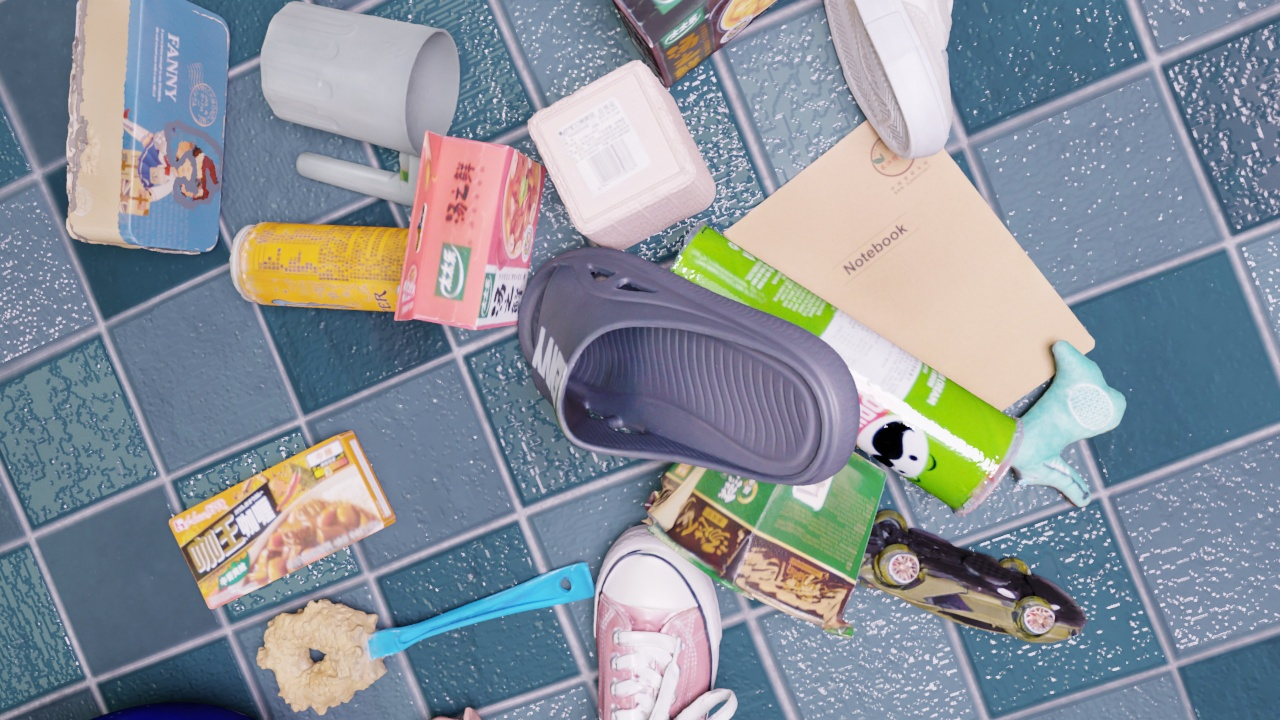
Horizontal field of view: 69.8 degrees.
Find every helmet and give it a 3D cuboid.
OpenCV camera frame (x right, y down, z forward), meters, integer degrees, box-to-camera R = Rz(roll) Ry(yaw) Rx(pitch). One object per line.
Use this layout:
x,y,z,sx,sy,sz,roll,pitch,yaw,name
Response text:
-0.297,0.377,0.590,0.239,0.248,0.315,-28,87,-25,helmet

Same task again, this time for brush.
-0.155,0.191,0.662,0.255,0.046,0.083,-17,88,5,brush
-0.113,0.319,0.651,0.073,0.063,0.145,-27,89,13,brush

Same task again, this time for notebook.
0.175,-0.048,0.608,0.148,0.008,0.207,-38,89,9,notebook

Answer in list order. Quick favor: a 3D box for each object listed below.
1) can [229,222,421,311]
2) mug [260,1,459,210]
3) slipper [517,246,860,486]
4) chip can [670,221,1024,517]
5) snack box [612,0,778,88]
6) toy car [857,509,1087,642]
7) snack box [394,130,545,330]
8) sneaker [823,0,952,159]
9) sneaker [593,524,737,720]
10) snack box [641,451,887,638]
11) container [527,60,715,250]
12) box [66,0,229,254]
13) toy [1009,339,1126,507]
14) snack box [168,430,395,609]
-0.201,-0.064,0.633,0.146,0.058,0.058,3,95,8,can
-0.187,-0.170,0.618,0.103,0.083,0.124,15,121,7,mug
-0.003,0.003,0.533,0.268,0.083,0.111,21,117,43,slipper
0.119,0.003,0.579,0.236,0.072,0.072,33,98,5,chip can
0.040,-0.231,0.551,0.113,0.125,0.053,-37,89,9,snack box
0.204,0.141,0.588,0.158,0.070,0.042,18,105,7,toy car
-0.103,-0.078,0.583,0.044,0.127,0.113,12,97,6,snack box
0.159,-0.244,0.559,0.091,0.089,0.242,-17,86,4,sneaker
0.005,0.235,0.614,0.118,0.087,0.241,4,96,8,sneaker
0.083,0.088,0.569,0.118,0.117,0.105,29,88,-33,snack box
-0.011,-0.126,0.575,0.090,0.111,0.090,-25,90,9,container
-0.334,-0.166,0.628,0.059,0.089,0.184,9,97,13,box
0.271,0.047,0.593,0.096,0.030,0.092,44,104,-5,toy
-0.262,0.117,0.672,0.154,0.026,0.075,-26,90,9,snack box
